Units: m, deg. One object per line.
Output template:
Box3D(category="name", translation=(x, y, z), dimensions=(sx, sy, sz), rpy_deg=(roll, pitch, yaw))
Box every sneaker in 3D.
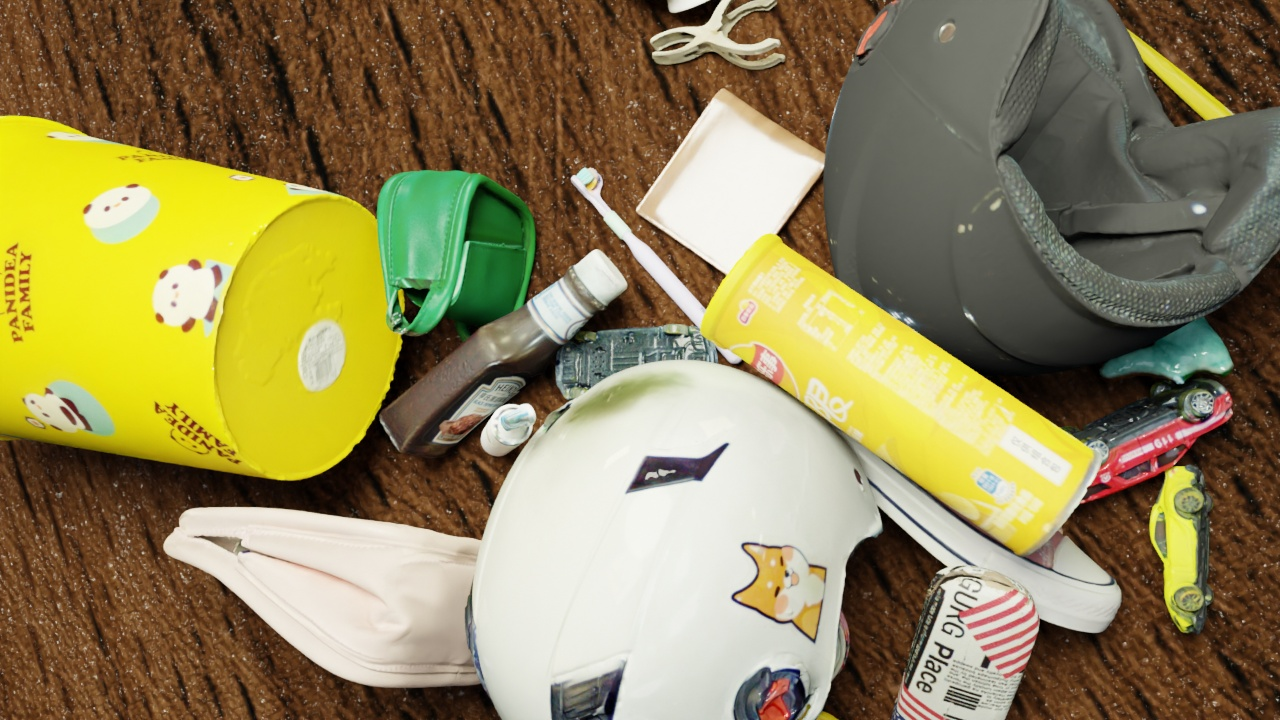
Box3D(category="sneaker", translation=(0.206, 0.071, 0.586), dimensions=(0.241, 0.118, 0.088), rpy_deg=(38, 110, 18))

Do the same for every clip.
Box3D(category="clip", translation=(0.064, -0.256, 0.693), dimensions=(0.102, 0.035, 0.095), rpy_deg=(18, 90, 20))

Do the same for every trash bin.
Box3D(category="trash bin", translation=(-0.317, -0.035, 0.615), dimensions=(0.255, 0.229, 0.229), rpy_deg=(10, 84, 18))

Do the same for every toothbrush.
Box3D(category="toothbrush", translation=(-0.084, 0.044, 0.583), dimensions=(0.026, 0.221, 0.026), rpy_deg=(-23, 87, -15))
Box3D(category="toothbrush", translation=(0.014, -0.071, 0.682), dimensions=(0.189, 0.029, 0.021), rpy_deg=(50, 133, 11))
Box3D(category="toothbrush", translation=(0.367, -0.203, 0.637), dimensions=(0.016, 0.016, 0.190), rpy_deg=(-41, 77, 3))

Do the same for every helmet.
Box3D(category="helmet", translation=(-0.003, 0.108, 0.528), dimensions=(0.230, 0.157, 0.273), rpy_deg=(15, 64, 49))
Box3D(category="helmet", translation=(0.224, -0.119, 0.548), dimensions=(0.233, 0.231, 0.274), rpy_deg=(22, 52, -20))

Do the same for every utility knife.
Box3D(category="utility knife", translation=(0.155, 0.267, 0.609), dimensions=(0.156, 0.015, 0.033), rpy_deg=(24, 93, 12))

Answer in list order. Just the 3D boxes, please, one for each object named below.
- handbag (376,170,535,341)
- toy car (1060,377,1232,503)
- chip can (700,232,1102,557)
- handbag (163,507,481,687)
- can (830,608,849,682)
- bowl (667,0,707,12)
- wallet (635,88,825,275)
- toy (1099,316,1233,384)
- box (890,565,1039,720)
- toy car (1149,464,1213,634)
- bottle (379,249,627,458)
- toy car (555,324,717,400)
Box3D(category="handbag", translation=(-0.131, -0.070, 0.651), dimensions=(0.068, 0.131, 0.120), rpy_deg=(6, 86, 15))
Box3D(category="toy car", translation=(0.319, 0.051, 0.592), dimensions=(0.121, 0.053, 0.045), rpy_deg=(-30, 94, 10))
Box3D(category="chip can", translation=(0.138, 0.015, 0.505), dimensions=(0.213, 0.072, 0.072), rpy_deg=(36, 89, 13))
Box3D(category="handbag", translation=(-0.205, 0.140, 0.613), dimensions=(0.234, 0.193, 0.093), rpy_deg=(11, 77, 20))
Box3D(category="can", translation=(0.100, 0.175, 0.591), dimensions=(0.066, 0.094, 0.066), rpy_deg=(-2, 81, 10))
Box3D(category="bowl", translation=(0.034, -0.300, 0.680), dimensions=(0.118, 0.118, 0.065), rpy_deg=(-24, 117, 6))
Box3D(category="wallet", translation=(0.068, -0.130, 0.681), dimensions=(0.101, 0.020, 0.115), rpy_deg=(37, 93, 12))
Box3D(category="toy", translation=(0.339, -0.020, 0.596), dimensions=(0.096, 0.030, 0.091), rpy_deg=(-19, 49, 10))
Box3D(category="box", translation=(0.196, 0.189, 0.563), dimensions=(0.069, 0.052, 0.164), rpy_deg=(26, 128, 28))
Box3D(category="toy car", translation=(0.343, 0.119, 0.582), dimensions=(0.032, 0.048, 0.105), rpy_deg=(-3, 80, 38))
Box3D(category="bottle", translation=(-0.093, -0.004, 0.652), dimensions=(0.195, 0.079, 0.044), rpy_deg=(-39, 73, 10))
Box3D(category="toy car", translation=(-0.004, 0.004, 0.666), dimensions=(0.121, 0.036, 0.054), rpy_deg=(-2, 81, 20))
